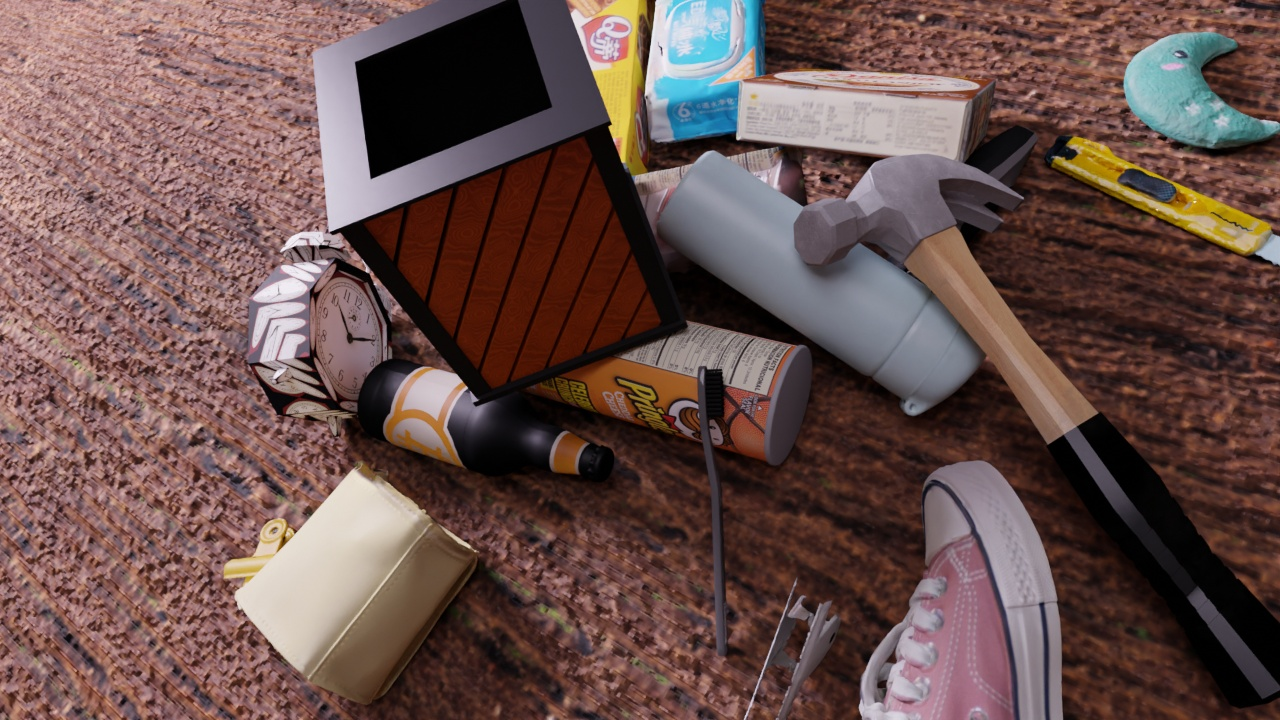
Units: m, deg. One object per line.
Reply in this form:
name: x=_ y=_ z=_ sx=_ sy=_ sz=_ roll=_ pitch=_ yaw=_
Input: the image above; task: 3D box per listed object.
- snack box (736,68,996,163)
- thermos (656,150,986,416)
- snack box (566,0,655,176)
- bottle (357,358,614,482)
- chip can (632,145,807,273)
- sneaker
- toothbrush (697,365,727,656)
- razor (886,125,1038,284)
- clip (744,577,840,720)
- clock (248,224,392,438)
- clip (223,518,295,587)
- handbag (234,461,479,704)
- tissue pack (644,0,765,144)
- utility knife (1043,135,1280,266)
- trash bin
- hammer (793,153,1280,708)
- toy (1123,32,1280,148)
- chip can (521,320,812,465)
snack box: x=0.156 y=-0.169 z=0.621 sx=0.143 sy=0.041 sz=0.146 roll=12 pitch=24 yaw=23
thermos: x=0.111 y=-0.048 z=0.562 sx=0.207 sy=0.065 sz=0.078 roll=34 pitch=97 yaw=8
snack box: x=-0.047 y=-0.222 z=0.751 sx=0.110 sy=0.062 sz=0.229 roll=-5 pitch=60 yaw=15
bottle: x=-0.101 y=0.046 z=0.614 sx=0.182 sy=0.059 sz=0.059 roll=14 pitch=66 yaw=24
chip can: x=0.006 y=-0.096 z=0.655 sx=0.230 sy=0.080 sz=0.079 roll=-10 pitch=58 yaw=12
sneaker: x=0.149 y=0.166 z=0.441 sx=0.088 sy=0.118 sz=0.240 roll=1 pitch=66 yaw=-3
toothbrush: x=0.043 y=0.086 z=0.528 sx=0.013 sy=0.012 sz=0.167 roll=-2 pitch=90 yaw=17
razor: x=0.215 y=-0.105 z=0.609 sx=0.060 sy=0.057 sz=0.156 roll=38 pitch=71 yaw=-13
clip: x=0.080 y=0.151 z=0.501 sx=0.050 sy=0.102 sz=0.058 roll=22 pitch=26 yaw=15
clock: x=-0.232 y=-0.029 z=0.665 sx=0.065 sy=0.115 sz=0.154 roll=-6 pitch=57 yaw=14
clip: x=-0.255 y=0.133 z=0.630 sx=0.054 sy=0.044 sz=0.049 roll=-9 pitch=84 yaw=14
handbag: x=-0.177 y=0.134 z=0.579 sx=0.111 sy=0.081 sz=0.119 roll=27 pitch=73 yaw=36
tissue pack: x=0.053 y=-0.239 z=0.729 sx=0.093 sy=0.062 sz=0.144 roll=-5 pitch=59 yaw=15
utility knife: x=0.344 y=-0.102 z=0.590 sx=0.179 sy=0.017 sz=0.030 roll=38 pitch=86 yaw=28
trash bin: x=-0.075 y=-0.094 z=0.528 sx=0.140 sy=0.172 sz=0.139 roll=-21 pitch=56 yaw=4
hammer: x=0.220 y=0.023 z=0.489 sx=0.131 sy=0.039 sz=0.328 roll=-23 pitch=70 yaw=-25
toy: x=0.372 y=-0.185 z=0.619 sx=0.085 sy=0.033 sz=0.105 roll=0 pitch=59 yaw=5
chip can: x=-0.004 y=0.004 z=0.598 sx=0.215 sy=0.075 sz=0.075 roll=14 pitch=66 yaw=24
